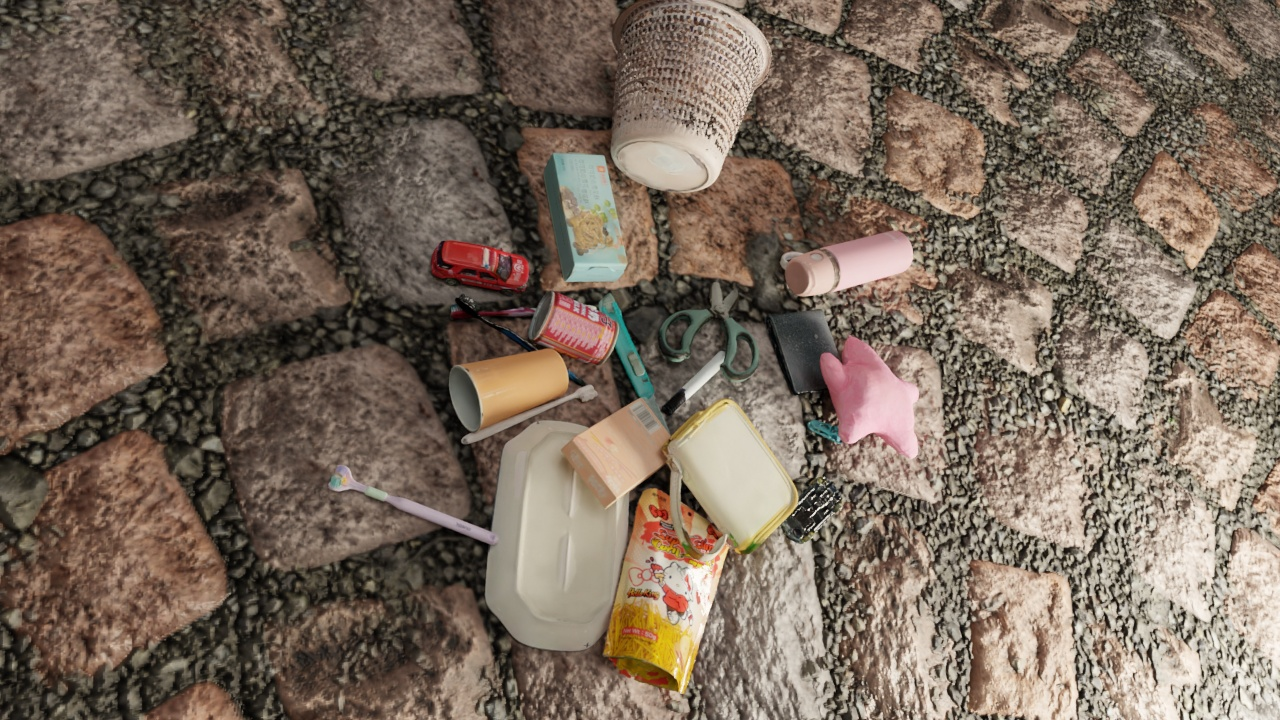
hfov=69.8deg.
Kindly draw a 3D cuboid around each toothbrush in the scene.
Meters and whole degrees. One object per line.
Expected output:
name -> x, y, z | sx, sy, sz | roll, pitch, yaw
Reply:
toothbrush -> -0.144, -0.063, 1.139 | 0.187, 0.016, 0.017 | -3, 58, -24
toothbrush -> -0.142, -0.023, 1.111 | 0.189, 0.014, 0.016 | 34, 51, -12
toothbrush -> -0.240, 0.159, 0.985 | 0.189, 0.021, 0.029 | 23, 67, -8
toothbrush -> -0.128, 0.065, 1.082 | 0.179, 0.016, 0.016 | -21, 47, -29

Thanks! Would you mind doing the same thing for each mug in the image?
mug -> -0.149, 0.029, 1.061 | 0.122, 0.078, 0.078 | -16, 74, -34

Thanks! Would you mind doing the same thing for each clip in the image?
clip -> 0.250, 0.094, 1.227 | 0.057, 0.048, 0.014 | 24, 60, -6

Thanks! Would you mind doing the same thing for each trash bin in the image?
trash bin -> 0.052, -0.347, 1.253 | 0.227, 0.228, 0.192 | 17, 73, -15

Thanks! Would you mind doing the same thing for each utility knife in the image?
utility knife -> -0.007, 0.007, 1.163 | 0.029, 0.013, 0.209 | -18, 75, -23

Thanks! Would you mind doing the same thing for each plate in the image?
plate -> -0.085, 0.188, 1.033 | 0.162, 0.034, 0.265 | 13, 62, -17

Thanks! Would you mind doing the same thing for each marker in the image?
marker -> 0.074, 0.027, 1.183 | 0.018, 0.023, 0.130 | 47, 59, 3

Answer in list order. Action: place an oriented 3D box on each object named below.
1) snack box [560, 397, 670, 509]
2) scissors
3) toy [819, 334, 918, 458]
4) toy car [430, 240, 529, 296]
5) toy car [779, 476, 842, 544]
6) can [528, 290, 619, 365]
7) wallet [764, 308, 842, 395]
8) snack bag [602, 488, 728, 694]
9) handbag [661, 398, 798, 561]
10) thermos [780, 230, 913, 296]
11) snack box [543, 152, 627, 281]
snack box -> -0.019, 0.104, 1.069 | 0.084, 0.026, 0.156 | 53, 34, 7
scissors -> 0.083, -0.046, 1.216 | 0.169, 0.019, 0.177 | 3, 53, -11
toy -> 0.315, 0.043, 1.243 | 0.194, 0.075, 0.178 | 12, 57, -35
toy car -> -0.194, -0.115, 1.125 | 0.120, 0.045, 0.052 | 10, 64, -21
toy car -> 0.213, 0.190, 1.158 | 0.105, 0.031, 0.049 | -35, 83, -33
can -> -0.081, -0.038, 1.118 | 0.093, 0.067, 0.066 | 23, 59, -20
wallet -> 0.232, -0.013, 1.271 | 0.097, 0.019, 0.120 | -8, 72, -27
snack bag -> 0.031, 0.258, 1.036 | 0.128, 0.073, 0.207 | 31, 53, -14
handbag -> 0.086, 0.152, 1.086 | 0.178, 0.063, 0.163 | -36, 91, -41
thermos -> 0.296, -0.145, 1.338 | 0.198, 0.067, 0.087 | -16, 42, -26
snack box -> -0.074, -0.188, 1.204 | 0.074, 0.052, 0.174 | -3, 68, -23
